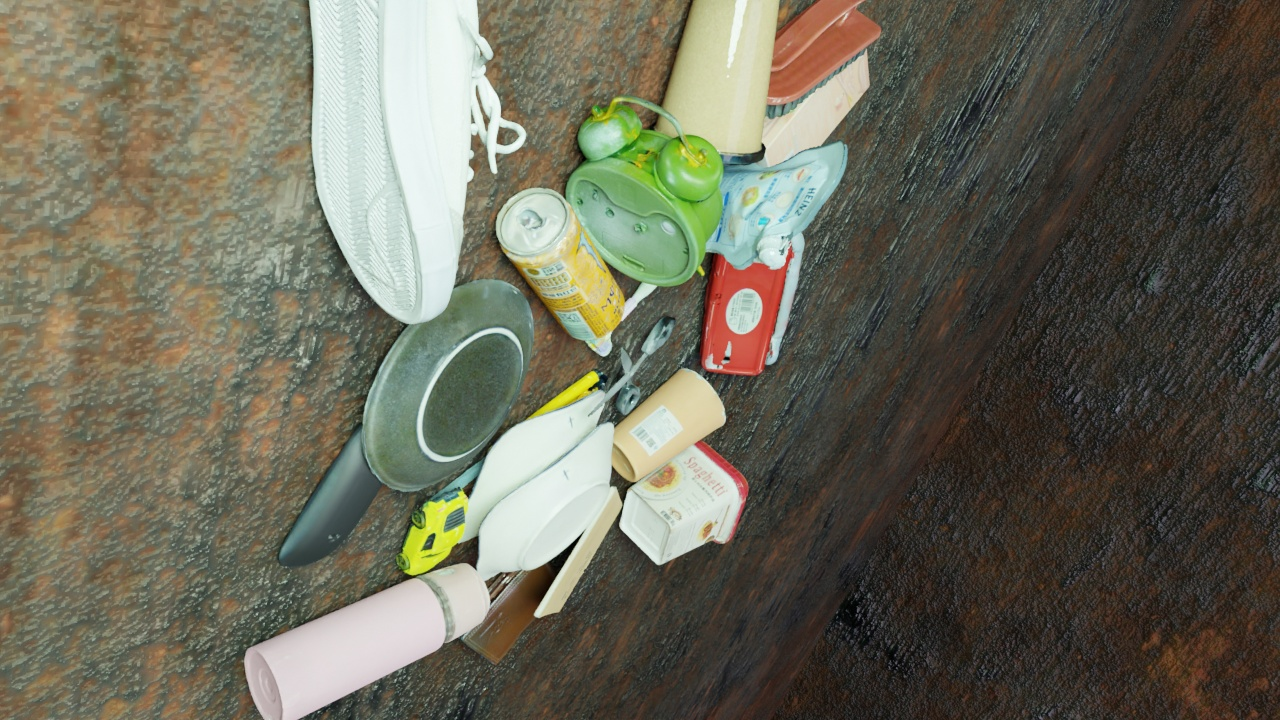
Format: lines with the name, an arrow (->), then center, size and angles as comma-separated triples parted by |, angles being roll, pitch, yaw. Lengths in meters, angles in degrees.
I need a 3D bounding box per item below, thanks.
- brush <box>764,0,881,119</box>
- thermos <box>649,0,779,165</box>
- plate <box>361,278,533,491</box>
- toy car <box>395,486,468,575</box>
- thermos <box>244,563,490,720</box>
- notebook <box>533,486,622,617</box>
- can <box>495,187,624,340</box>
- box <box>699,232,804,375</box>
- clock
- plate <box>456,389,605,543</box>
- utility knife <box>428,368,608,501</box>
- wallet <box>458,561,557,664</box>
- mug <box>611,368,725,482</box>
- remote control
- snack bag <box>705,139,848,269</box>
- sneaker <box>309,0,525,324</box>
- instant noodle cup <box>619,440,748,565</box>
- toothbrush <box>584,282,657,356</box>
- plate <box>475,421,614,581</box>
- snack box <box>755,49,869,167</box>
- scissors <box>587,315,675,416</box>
brush -> 0.141, -0.268, 0.789 | 0.145, 0.063, 0.069 | -41, 163, -21
thermos -> 0.060, -0.215, 0.698 | 0.092, 0.093, 0.143 | -23, 131, -47
plate -> -0.134, 0.023, 0.696 | 0.179, 0.024, 0.180 | -46, 151, -35
toy car -> -0.176, 0.152, 0.789 | 0.048, 0.032, 0.105 | -23, 151, -46
thermos -> -0.225, 0.228, 0.769 | 0.198, 0.087, 0.067 | -18, 104, -45
notebook -> -0.062, 0.211, 1.000 | 0.147, 0.008, 0.208 | -58, 172, -11
can -> -0.058, -0.069, 0.700 | 0.058, 0.058, 0.146 | -50, 154, -9
box -> 0.118, -0.081, 0.987 | 0.202, 0.095, 0.100 | 94, 2, -49
clock -> 0.005, -0.126, 0.677 | 0.056, 0.116, 0.161 | -54, 160, -27
plate -> -0.094, 0.108, 0.856 | 0.163, 0.034, 0.164 | -21, 147, -51
utility knife -> -0.109, 0.073, 0.835 | 0.222, 0.015, 0.033 | -38, 148, -28
wallet -> -0.141, 0.265, 0.998 | 0.124, 0.032, 0.101 | -47, 151, -15
mug -> 0.022, 0.073, 0.992 | 0.122, 0.078, 0.078 | -36, 149, -25
remote control -> -0.217, 0.101, 0.677 | 0.136, 0.024, 0.053 | -57, 155, 6
snack bag -> 0.084, -0.124, 0.736 | 0.039, 0.191, 0.110 | 43, 80, -27
sneaker -> -0.118, -0.137, 0.497 | 0.090, 0.089, 0.243 | -35, 142, -42
instant noodle cup -> 0.048, 0.176, 1.114 | 0.124, 0.116, 0.117 | -24, 141, -36
toothbrush -> 0.017, -0.079, 0.859 | 0.189, 0.029, 0.020 | -48, -165, -16
plate -> -0.079, 0.142, 0.847 | 0.163, 0.034, 0.164 | -35, 157, -31
snack box -> 0.166, -0.244, 0.900 | 0.157, 0.026, 0.084 | -51, 154, -7
scissors -> -0.006, 0.009, 0.881 | 0.159, 0.014, 0.181 | -58, 169, -22
